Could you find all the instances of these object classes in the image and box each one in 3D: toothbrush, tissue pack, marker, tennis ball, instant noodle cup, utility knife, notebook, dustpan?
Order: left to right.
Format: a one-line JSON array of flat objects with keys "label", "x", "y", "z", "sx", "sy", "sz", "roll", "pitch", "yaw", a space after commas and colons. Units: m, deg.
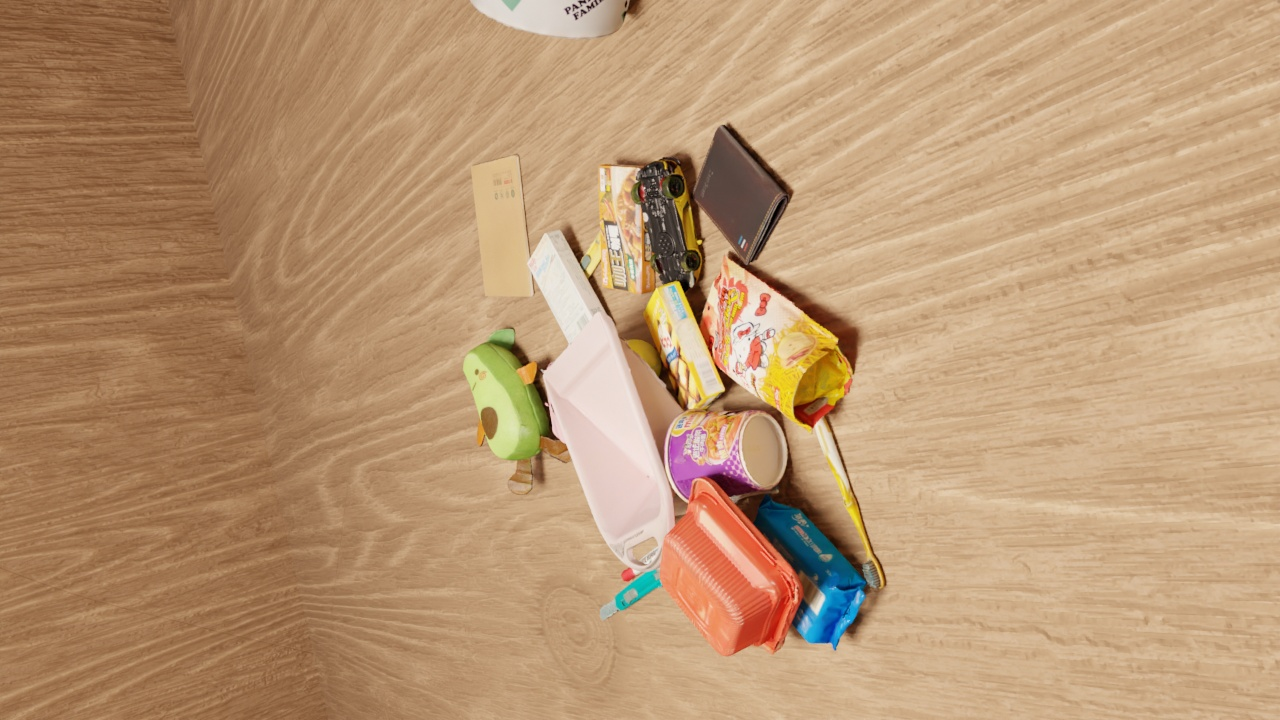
[{"label": "notebook", "x": -0.214, "y": -0.201, "z": 1.408, "sx": 0.148, "sy": 0.008, "sz": 0.208, "roll": 5, "pitch": 104, "yaw": 53}, {"label": "utility knife", "x": -0.061, "y": -0.144, "z": 1.217, "sx": 0.031, "sy": 0.018, "sz": 0.165, "roll": 57, "pitch": 135, "yaw": 18}, {"label": "dustpan", "x": -0.039, "y": 0.108, "z": 1.095, "sx": 0.273, "sy": 0.138, "sz": 0.223, "roll": 44, "pitch": 148, "yaw": 1}, {"label": "utility knife", "x": -0.013, "y": 0.328, "z": 1.280, "sx": 0.206, "sy": 0.013, "sz": 0.029, "roll": -49, "pitch": 61, "yaw": 48}, {"label": "tennis ball", "x": -0.007, "y": 0.007, "z": 1.139, "sx": 0.065, "sy": 0.065, "sz": 0.065, "roll": 19, "pitch": 114, "yaw": 50}, {"label": "marker", "x": 0.013, "y": 0.265, "z": 1.227, "sx": 0.146, "sy": 0.017, "sz": 0.017, "roll": -48, "pitch": 62, "yaw": 48}, {"label": "toothbrush", "x": 0.089, "y": 0.163, "z": 1.088, "sx": 0.222, "sy": 0.026, "sz": 0.026, "roll": -22, "pitch": 60, "yaw": 54}, {"label": "instant noodle cup", "x": 0.085, "y": 0.228, "z": 0.960, "sx": 0.164, "sy": 0.079, "sz": 0.189, "roll": 46, "pitch": 151, "yaw": 29}, {"label": "instant noodle cup", "x": 0.097, "y": 0.100, "z": 0.999, "sx": 0.099, "sy": 0.111, "sz": 0.111, "roll": -14, "pitch": 88, "yaw": 45}, {"label": "tissue pack", "x": 0.170, "y": 0.220, "z": 0.970, "sx": 0.157, "sy": 0.052, "sz": 0.095, "roll": 46, "pitch": 138, "yaw": 36}, {"label": "toothbrush", "x": 0.207, "y": 0.139, "z": 0.929, "sx": 0.016, "sy": 0.018, "sz": 0.191, "roll": -30, "pitch": 76, "yaw": 51}]

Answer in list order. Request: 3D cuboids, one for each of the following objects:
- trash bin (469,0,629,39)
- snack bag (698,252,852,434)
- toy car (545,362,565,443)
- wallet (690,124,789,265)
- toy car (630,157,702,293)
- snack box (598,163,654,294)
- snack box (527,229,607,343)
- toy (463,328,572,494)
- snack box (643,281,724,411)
[{"label": "trash bin", "x": -0.085, "y": -0.503, "z": 0.984, "sx": 0.229, "sy": 0.229, "sz": 0.253, "roll": 48, "pitch": 139, "yaw": 35}, {"label": "snack bag", "x": 0.129, "y": -0.018, "z": 0.965, "sx": 0.208, "sy": 0.073, "sz": 0.129, "roll": 43, "pitch": 132, "yaw": 48}, {"label": "toy car", "x": -0.105, "y": 0.060, "z": 1.297, "sx": 0.056, "sy": 0.037, "sz": 0.122, "roll": -4, "pitch": 99, "yaw": 29}, {"label": "wallet", "x": 0.103, "y": -0.177, "z": 0.983, "sx": 0.122, "sy": 0.020, "sz": 0.097, "roll": 56, "pitch": 139, "yaw": 31}, {"label": "toy car", "x": 0.034, "y": -0.154, "z": 1.058, "sx": 0.071, "sy": 0.041, "sz": 0.156, "roll": 4, "pitch": 112, "yaw": 53}, {"label": "snack box", "x": -0.017, "y": -0.163, "z": 1.132, "sx": 0.075, "sy": 0.026, "sz": 0.154, "roll": 15, "pitch": 113, "yaw": 44}, {"label": "snack box", "x": -0.099, "y": -0.091, "z": 1.251, "sx": 0.156, "sy": 0.026, "sz": 0.085, "roll": 62, "pitch": 146, "yaw": 12}, {"label": "toy", "x": -0.200, "y": 0.075, "z": 1.398, "sx": 0.228, "sy": 0.089, "sz": 0.246, "roll": -45, "pitch": 68, "yaw": 38}, {"label": "snack box", "x": 0.048, "y": -0.012, "z": 1.064, "sx": 0.087, "sy": 0.033, "sz": 0.140, "roll": 123, "pitch": 129, "yaw": -71}]
